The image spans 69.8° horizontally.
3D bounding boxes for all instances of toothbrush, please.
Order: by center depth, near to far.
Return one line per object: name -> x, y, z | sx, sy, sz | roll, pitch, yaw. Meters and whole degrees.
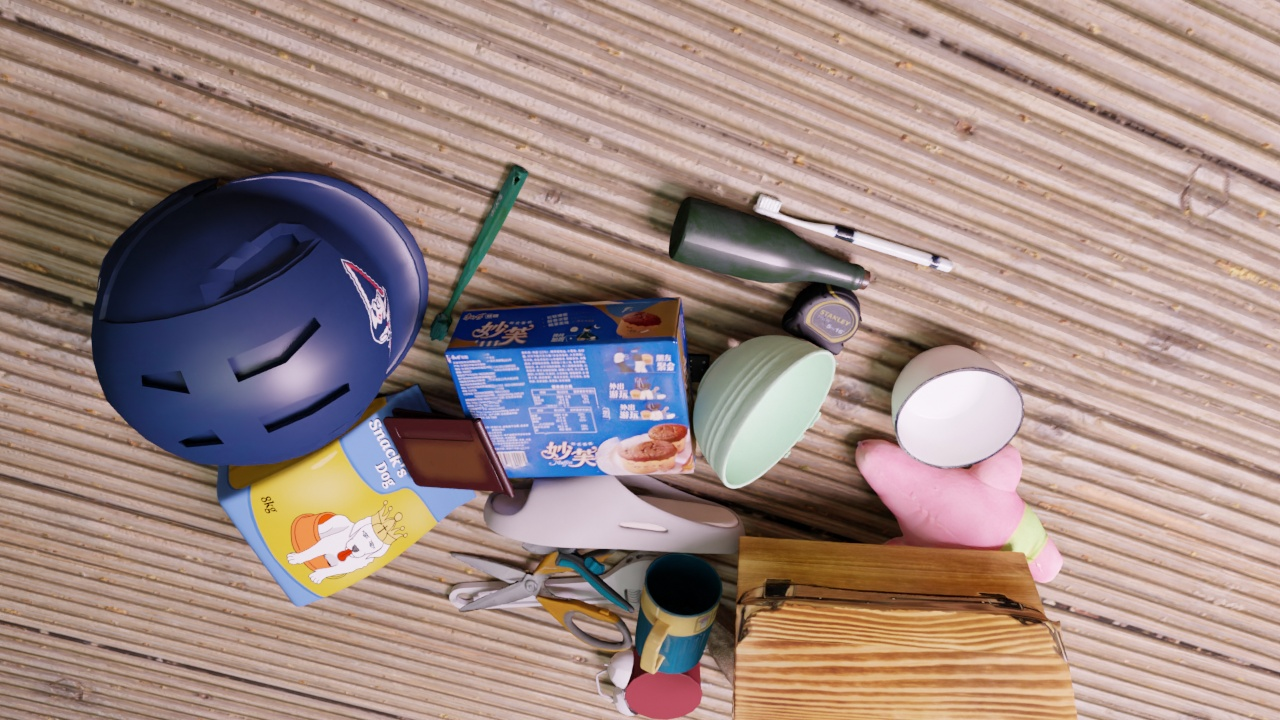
toothbrush -> 0.186, -0.109, 0.792 | 0.186, 0.012, 0.017 | 16, 119, -9
toothbrush -> -0.145, -0.089, 0.807 | 0.016, 0.017, 0.190 | 25, 121, -15

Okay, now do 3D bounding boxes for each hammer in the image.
hammer -> 0.221, 0.288, 1.043 | 0.301, 0.037, 0.158 | -22, 121, 15

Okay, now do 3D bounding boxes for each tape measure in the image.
tape measure -> 0.167, -0.042, 0.824 | 0.061, 0.034, 0.061 | 26, 123, -16

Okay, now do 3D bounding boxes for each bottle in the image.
bottle -> 0.113, -0.090, 0.781 | 0.174, 0.055, 0.055 | 14, 123, -10

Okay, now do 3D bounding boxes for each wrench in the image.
wrench -> -0.084, 0.254, 1.037 | 0.273, 0.018, 0.087 | -3, 124, 4

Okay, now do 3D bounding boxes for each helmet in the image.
helmet -> -0.301, -0.031, 0.758 | 0.271, 0.223, 0.232 | -31, 126, -23

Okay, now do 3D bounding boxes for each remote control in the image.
remote control -> -0.005, 0.005, 0.873 | 0.140, 0.009, 0.030 | 2, 124, -1

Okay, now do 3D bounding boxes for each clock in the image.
clock -> 0.016, 0.385, 1.103 | 0.137, 0.048, 0.096 | -4, 124, 4

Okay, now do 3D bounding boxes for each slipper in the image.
slipper -> -0.018, 0.134, 0.910 | 0.265, 0.113, 0.081 | 9, 106, -11

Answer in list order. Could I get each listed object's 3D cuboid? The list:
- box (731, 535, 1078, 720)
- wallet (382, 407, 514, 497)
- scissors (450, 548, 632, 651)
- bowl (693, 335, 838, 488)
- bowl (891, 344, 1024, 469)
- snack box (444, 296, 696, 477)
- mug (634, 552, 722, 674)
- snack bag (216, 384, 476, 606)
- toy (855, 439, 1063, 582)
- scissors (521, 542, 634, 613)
box -> 0.216, 0.325, 0.799 | 0.279, 0.322, 0.284 | 3, 120, 8
wallet -> -0.180, 0.088, 0.863 | 0.116, 0.018, 0.091 | 3, 127, 30
scissors -> -0.098, 0.238, 1.010 | 0.225, 0.016, 0.217 | 24, 109, 0
bowl -> 0.101, 0.035, 0.832 | 0.077, 0.150, 0.151 | 40, 127, 28
bowl -> 0.289, 0.037, 0.856 | 0.116, 0.065, 0.116 | 0, 124, 1
snack box -> -0.056, 0.029, 0.839 | 0.203, 0.069, 0.155 | -3, 126, 10
mug -> 0.030, 0.280, 0.972 | 0.083, 0.113, 0.107 | 23, 130, 16
snack bag -> -0.286, 0.127, 0.916 | 0.205, 0.102, 0.159 | -25, 122, -9
toy -> 0.306, 0.156, 0.925 | 0.236, 0.096, 0.192 | 39, 112, -9
scissors -> -0.045, 0.197, 0.961 | 0.124, 0.154, 0.019 | -41, 161, -1
